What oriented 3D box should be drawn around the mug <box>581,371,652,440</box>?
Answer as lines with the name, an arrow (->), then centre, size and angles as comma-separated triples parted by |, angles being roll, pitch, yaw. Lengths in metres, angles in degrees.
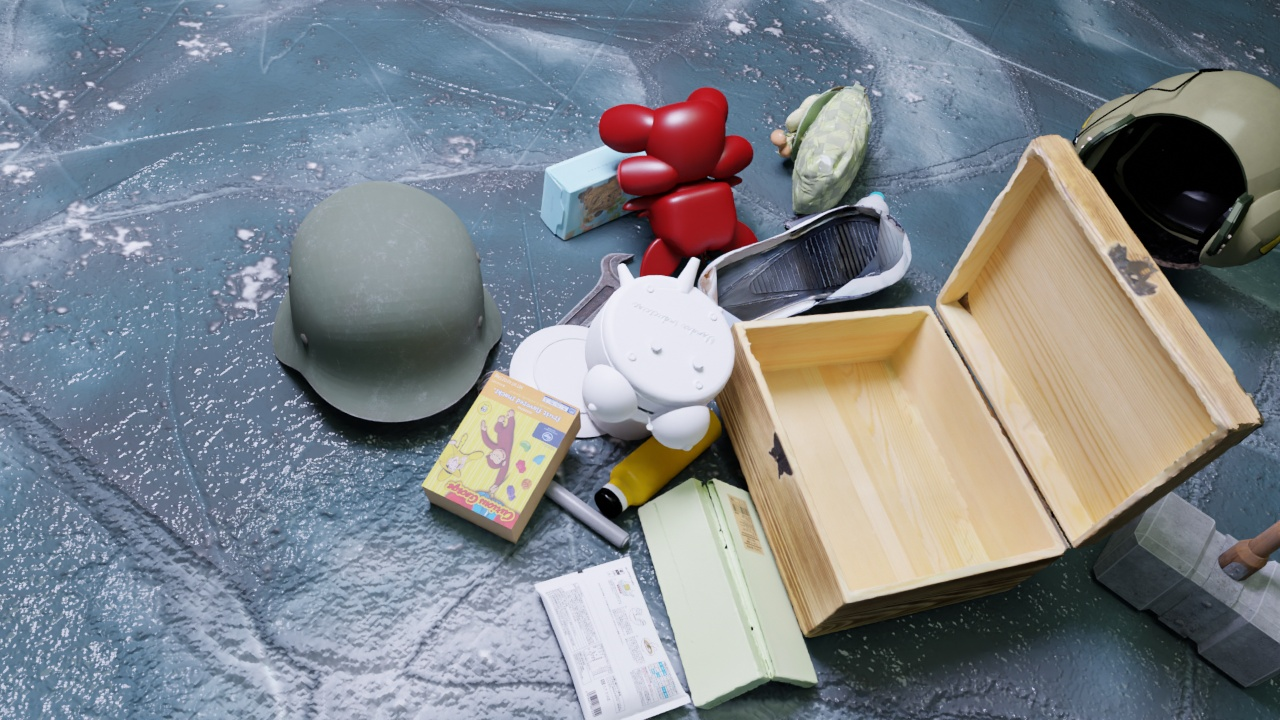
mug -> -0.005, 0.005, 0.880 | 0.090, 0.090, 0.121 | -20, 75, -32

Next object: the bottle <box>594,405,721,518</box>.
bottle -> 0.016, 0.095, 0.862 | 0.043, 0.043, 0.143 | 39, 54, 20

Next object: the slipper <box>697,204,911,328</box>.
slipper -> 0.182, -0.105, 1.037 | 0.263, 0.063, 0.111 | -22, 99, -17

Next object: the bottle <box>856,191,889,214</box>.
bottle -> 0.277, -0.162, 1.127 | 0.044, 0.044, 0.135 | 23, 50, 7

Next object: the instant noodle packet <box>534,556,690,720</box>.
instant noodle packet -> -0.025, 0.231, 0.753 | 0.087, 0.026, 0.134 | -12, 54, -21

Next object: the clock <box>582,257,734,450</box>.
clock -> 0.019, -0.010, 0.798 | 0.125, 0.073, 0.160 | 23, 58, -13

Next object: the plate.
plate -> -0.063, 0.016, 0.922 | 0.134, 0.011, 0.134 | 8, 54, -12

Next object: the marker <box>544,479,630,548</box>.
marker -> -0.069, 0.126, 0.837 | 0.140, 0.016, 0.016 | 33, 52, 15

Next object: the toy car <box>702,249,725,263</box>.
toy car -> 0.089, -0.154, 1.090 | 0.048, 0.032, 0.105 | -9, 65, -10

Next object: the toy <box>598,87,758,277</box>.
toy -> 0.049, -0.195, 1.019 | 0.158, 0.197, 0.120 | -17, 16, -19

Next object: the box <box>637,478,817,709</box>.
box -> 0.070, 0.202, 0.796 | 0.098, 0.082, 0.187 | 34, 31, -45

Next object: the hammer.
hammer -> 0.540, 0.134, 0.756 | 0.163, 0.319, 0.082 | 38, 54, 19

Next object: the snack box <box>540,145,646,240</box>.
snack box -> -0.034, -0.211, 1.084 | 0.174, 0.075, 0.053 | -27, 62, -30

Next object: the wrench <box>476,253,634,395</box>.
wrench -> -0.074, -0.034, 0.972 | 0.070, 0.010, 0.272 | 32, 52, 15

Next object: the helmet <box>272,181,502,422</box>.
helmet -> -0.241, -0.074, 0.876 | 0.226, 0.154, 0.267 | -7, 53, -17

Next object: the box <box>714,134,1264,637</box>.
box -> 0.273, 0.024, 0.770 | 0.286, 0.337, 0.278 | -5, 56, -23

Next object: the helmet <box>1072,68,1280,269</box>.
helmet -> 0.647, -0.214, 1.094 | 0.232, 0.256, 0.250 | -30, 64, -27

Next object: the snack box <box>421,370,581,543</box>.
snack box -> -0.122, 0.085, 0.824 | 0.088, 0.040, 0.125 | 23, 63, 11

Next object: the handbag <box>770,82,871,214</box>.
handbag -> 0.224, -0.269, 1.164 | 0.117, 0.113, 0.185 | 19, 50, 14
